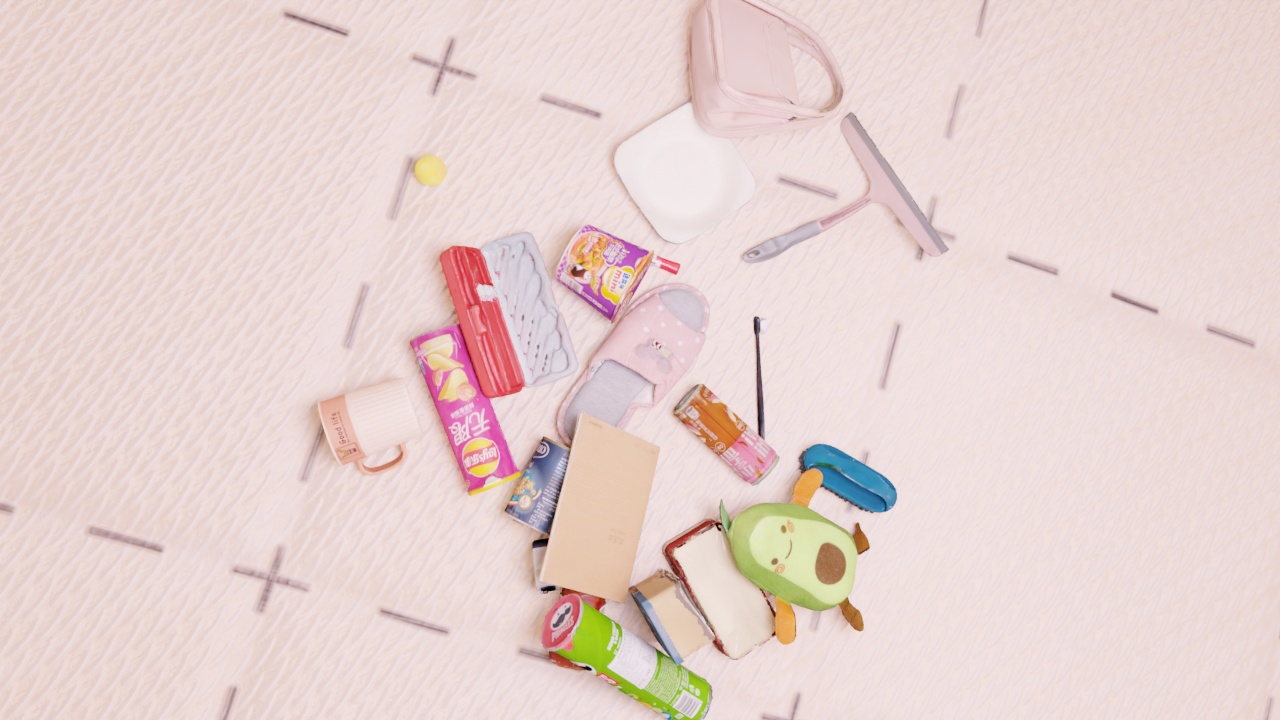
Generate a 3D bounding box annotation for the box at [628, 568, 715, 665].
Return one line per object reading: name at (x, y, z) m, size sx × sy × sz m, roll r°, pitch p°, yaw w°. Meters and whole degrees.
box at (0.036, 0.312, 1.130) m, size 0.060 × 0.184 × 0.090 m, roll -30°, pitch 85°, yaw -8°

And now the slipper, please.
slipper at (-0.007, 0.007, 1.214) m, size 0.114 × 0.054 × 0.274 m, roll 42°, pitch 80°, yaw -3°

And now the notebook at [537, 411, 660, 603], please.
notebook at (-0.047, 0.188, 1.159) m, size 0.149 × 0.012 × 0.211 m, roll 28°, pitch 69°, yaw -41°

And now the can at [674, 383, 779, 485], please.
can at (0.114, 0.098, 1.224) m, size 0.147 × 0.058 × 0.058 m, roll 43°, pitch 80°, yaw -3°

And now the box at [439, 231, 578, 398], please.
box at (-0.165, -0.062, 1.176) m, size 0.098 × 0.118 × 0.201 m, roll -20°, pitch 87°, yaw 21°

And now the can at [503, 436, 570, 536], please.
can at (-0.117, 0.163, 1.171) m, size 0.075 × 0.075 × 0.111 m, roll 28°, pitch 81°, yaw -6°

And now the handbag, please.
handbag at (0.184, -0.398, 1.261) m, size 0.234 × 0.094 × 0.193 m, roll 3°, pitch 69°, yaw -21°

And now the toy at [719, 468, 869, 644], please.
toy at (0.209, 0.252, 1.182) m, size 0.246 × 0.090 × 0.226 m, roll 22°, pitch 67°, yaw -25°

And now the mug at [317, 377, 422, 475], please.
mug at (-0.331, 0.087, 1.146) m, size 0.105 × 0.081 × 0.115 m, roll -19°, pitch 115°, yaw -12°

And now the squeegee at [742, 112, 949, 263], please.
squeegee at (0.252, -0.192, 1.283) m, size 0.249 × 0.040 × 0.247 m, roll -27°, pitch 74°, yaw -5°

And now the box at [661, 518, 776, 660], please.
box at (0.106, 0.298, 1.196) m, size 0.091 × 0.076 × 0.168 m, roll -29°, pitch 90°, yaw -12°

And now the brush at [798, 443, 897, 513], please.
brush at (0.286, 0.159, 1.239) m, size 0.144 × 0.074 × 0.055 m, roll 30°, pitch 73°, yaw -6°

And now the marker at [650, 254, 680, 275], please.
marker at (-0.015, -0.149, 1.245) m, size 0.145 × 0.017 × 0.017 m, roll 20°, pitch 82°, yaw -7°

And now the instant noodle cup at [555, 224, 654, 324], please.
instant noodle cup at (-0.049, -0.119, 1.196) m, size 0.099 × 0.112 × 0.111 m, roll 31°, pitch 81°, yaw 4°

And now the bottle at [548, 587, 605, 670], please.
bottle at (-0.071, 0.288, 1.177) m, size 0.059 × 0.060 × 0.206 m, roll 12°, pitch 83°, yaw -8°

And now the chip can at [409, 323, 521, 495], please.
chip can at (-0.223, 0.062, 1.165) m, size 0.071 × 0.071 × 0.210 m, roll -22°, pitch 88°, yaw -11°

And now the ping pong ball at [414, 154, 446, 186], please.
ping pong ball at (-0.274, -0.248, 1.199) m, size 0.040 × 0.040 × 0.040 m, roll 1°, pitch 85°, yaw -10°

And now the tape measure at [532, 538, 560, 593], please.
tape measure at (-0.119, 0.261, 1.167) m, size 0.033 × 0.066 × 0.065 m, roll -7°, pitch 86°, yaw -6°

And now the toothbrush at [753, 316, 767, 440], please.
toothbrush at (0.166, 0.029, 1.261) m, size 0.018 × 0.016 × 0.181 m, roll 2°, pitch 84°, yaw -18°

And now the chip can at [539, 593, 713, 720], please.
chip can at (-0.014, 0.375, 1.133) m, size 0.236 × 0.072 × 0.072 m, roll 40°, pitch 79°, yaw -25°

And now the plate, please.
plate at (0.058, -0.253, 1.257) m, size 0.164 × 0.034 × 0.163 m, roll -33°, pitch 91°, yaw -11°
